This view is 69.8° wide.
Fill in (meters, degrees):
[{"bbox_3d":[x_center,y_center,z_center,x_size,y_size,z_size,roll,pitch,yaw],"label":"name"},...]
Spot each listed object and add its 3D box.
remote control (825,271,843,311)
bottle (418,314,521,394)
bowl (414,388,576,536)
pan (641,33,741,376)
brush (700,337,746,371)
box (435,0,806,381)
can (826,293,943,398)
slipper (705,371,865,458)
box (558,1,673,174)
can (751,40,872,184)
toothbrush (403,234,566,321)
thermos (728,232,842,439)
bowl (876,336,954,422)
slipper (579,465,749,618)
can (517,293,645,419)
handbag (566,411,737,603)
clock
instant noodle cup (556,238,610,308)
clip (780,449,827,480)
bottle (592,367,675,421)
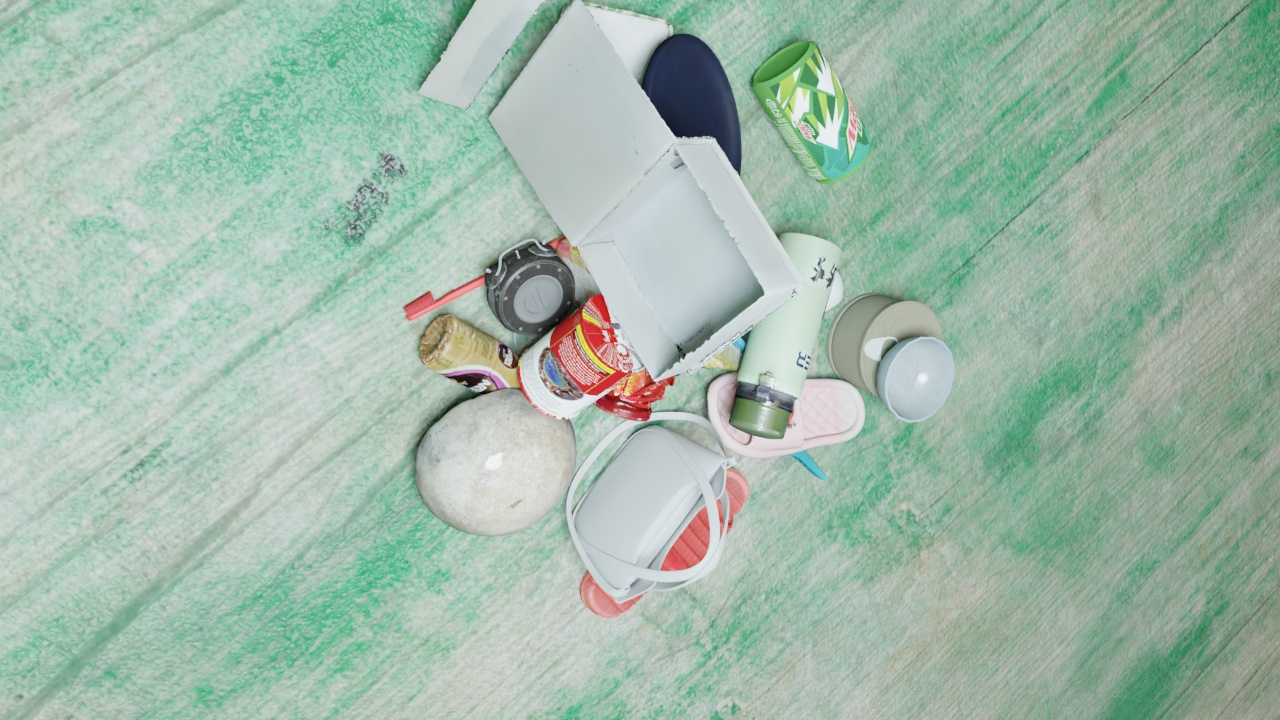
[{"bbox_3d":[0.194,-0.078,1.117,0.114,0.028,0.060,-22,110,-17],"label":"remote control"},{"bbox_3d":[-0.149,0.012,0.962,0.166,0.060,0.059,31,89,-36],"label":"bottle"},{"bbox_3d":[-0.139,0.123,0.955,0.178,0.081,0.179,-16,128,-22],"label":"bowl"},{"bbox_3d":[0.047,-0.160,0.947,0.198,0.021,0.356,18,73,-56],"label":"pan"},{"bbox_3d":[0.078,-0.037,1.022,0.136,0.055,0.075,32,66,-67],"label":"brush"},{"bbox_3d":[-0.021,-0.168,0.844,0.098,0.166,0.368,-27,80,-50],"label":"box"},{"bbox_3d":[0.308,-0.019,1.162,0.127,0.073,0.128,-7,106,-24],"label":"can"},{"bbox_3d":[0.181,0.064,1.115,0.221,0.056,0.106,0,79,-22],"label":"slipper"},{"bbox_3d":[-0.036,-0.255,0.951,0.117,0.051,0.206,0,104,-28],"label":"box"},{"bbox_3d":[0.195,-0.277,1.035,0.083,0.083,0.144,-45,117,-9],"label":"can"},{"bbox_3d":[-0.150,-0.097,0.957,0.212,0.012,0.018,-29,114,-16],"label":"toothbrush"},{"bbox_3d":[0.162,-0.025,1.044,0.082,0.082,0.231,20,85,-28],"label":"thermos"},{"bbox_3d":[0.327,0.019,1.115,0.106,0.039,0.106,-7,106,-24],"label":"bowl"},{"bbox_3d":[0.036,0.221,1.104,0.248,0.059,0.103,-39,117,-10],"label":"slipper"},{"bbox_3d":[-0.058,-0.002,0.925,0.086,0.117,0.086,24,49,-31],"label":"can"},{"bbox_3d":[0.024,0.157,0.988,0.095,0.223,0.215,40,84,-29],"label":"handbag"},{"bbox_3d":[-0.116,-0.077,0.952,0.091,0.044,0.123,-30,132,-14],"label":"clock"},{"bbox_3d":[-0.018,-0.105,0.978,0.108,0.098,0.098,-29,114,-24],"label":"instant noodle cup"},{"bbox_3d":[0.195,0.114,1.170,0.119,0.027,0.102,18,88,-27],"label":"clip"},{"bbox_3d":[-0.006,0.006,1.003,0.099,0.099,0.111,13,102,-28],"label":"bottle"}]
